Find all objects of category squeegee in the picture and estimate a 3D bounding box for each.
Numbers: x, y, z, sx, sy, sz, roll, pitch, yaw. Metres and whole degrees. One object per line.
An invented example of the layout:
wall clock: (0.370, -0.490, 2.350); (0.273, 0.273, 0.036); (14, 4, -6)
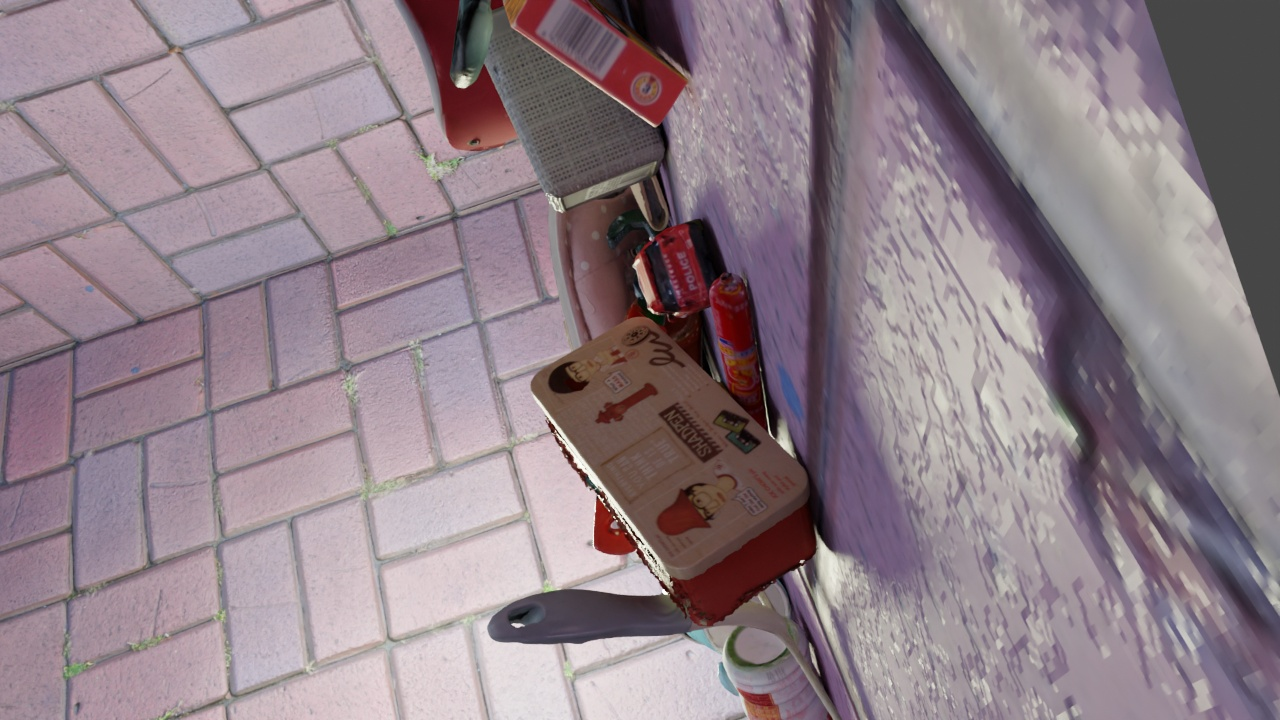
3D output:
squeegee: (0.024, 0.143, 0.505); (0.246, 0.039, 0.246); (18, -150, -42)

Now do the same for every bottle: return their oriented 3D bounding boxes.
bottle: (0.022, 0.025, 0.759); (0.206, 0.059, 0.059); (85, 169, -54)
bottle: (0.127, 0.297, 0.742); (0.068, 0.068, 0.197); (-110, -3, -66)

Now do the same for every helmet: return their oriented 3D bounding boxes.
helmet: (-0.124, -0.317, 0.867); (0.239, 0.144, 0.207); (-76, -30, -65)

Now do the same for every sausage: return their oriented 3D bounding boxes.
sausage: (0.054, 0.007, 0.483); (0.156, 0.020, 0.020); (72, 179, -50)

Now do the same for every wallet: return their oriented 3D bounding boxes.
wallet: (-0.009, -0.161, 0.690); (0.115, 0.024, 0.087); (-108, 1, -48)

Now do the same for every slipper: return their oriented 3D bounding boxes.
slipper: (-0.019, -0.053, 0.771); (0.113, 0.054, 0.274); (-38, -56, -58)

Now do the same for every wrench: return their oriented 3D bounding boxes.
wrench: (-0.004, 0.004, 0.643); (0.016, 0.056, 0.272); (69, -159, -58)

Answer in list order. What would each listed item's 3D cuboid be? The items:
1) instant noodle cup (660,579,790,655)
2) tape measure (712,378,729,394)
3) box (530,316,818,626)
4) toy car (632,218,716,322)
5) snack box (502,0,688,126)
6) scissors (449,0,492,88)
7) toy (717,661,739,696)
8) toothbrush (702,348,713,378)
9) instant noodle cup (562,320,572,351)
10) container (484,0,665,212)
instant noodle cup: (0.081, 0.213, 0.817); (0.120, 0.111, 0.111); (161, 90, -80)
tape measure: (0.058, 0.046, 0.703); (0.060, 0.029, 0.057); (-111, 1, -74)
box: (0.015, 0.061, 0.509); (0.168, 0.091, 0.079); (47, 162, 44)
toy car: (0.021, -0.051, 0.542); (0.120, 0.045, 0.053); (-16, -91, -89)
snack box: (-0.029, -0.163, 0.449); (0.077, 0.027, 0.155); (30, -161, -24)
scissors: (-0.073, -0.223, 0.462); (0.174, 0.019, 0.169); (126, 149, -51)
toy: (0.095, 0.248, 0.918); (0.156, 0.050, 0.161); (43, -136, -14)
toothbrush: (0.056, 0.020, 0.773); (0.015, 0.018, 0.181); (-53, -55, -87)
instant noodle cup: (-0.006, -0.003, 0.909); (0.151, 0.111, 0.151); (151, 100, -89)
container: (-0.041, -0.162, 0.578); (0.090, 0.090, 0.114); (-116, 4, -87)
